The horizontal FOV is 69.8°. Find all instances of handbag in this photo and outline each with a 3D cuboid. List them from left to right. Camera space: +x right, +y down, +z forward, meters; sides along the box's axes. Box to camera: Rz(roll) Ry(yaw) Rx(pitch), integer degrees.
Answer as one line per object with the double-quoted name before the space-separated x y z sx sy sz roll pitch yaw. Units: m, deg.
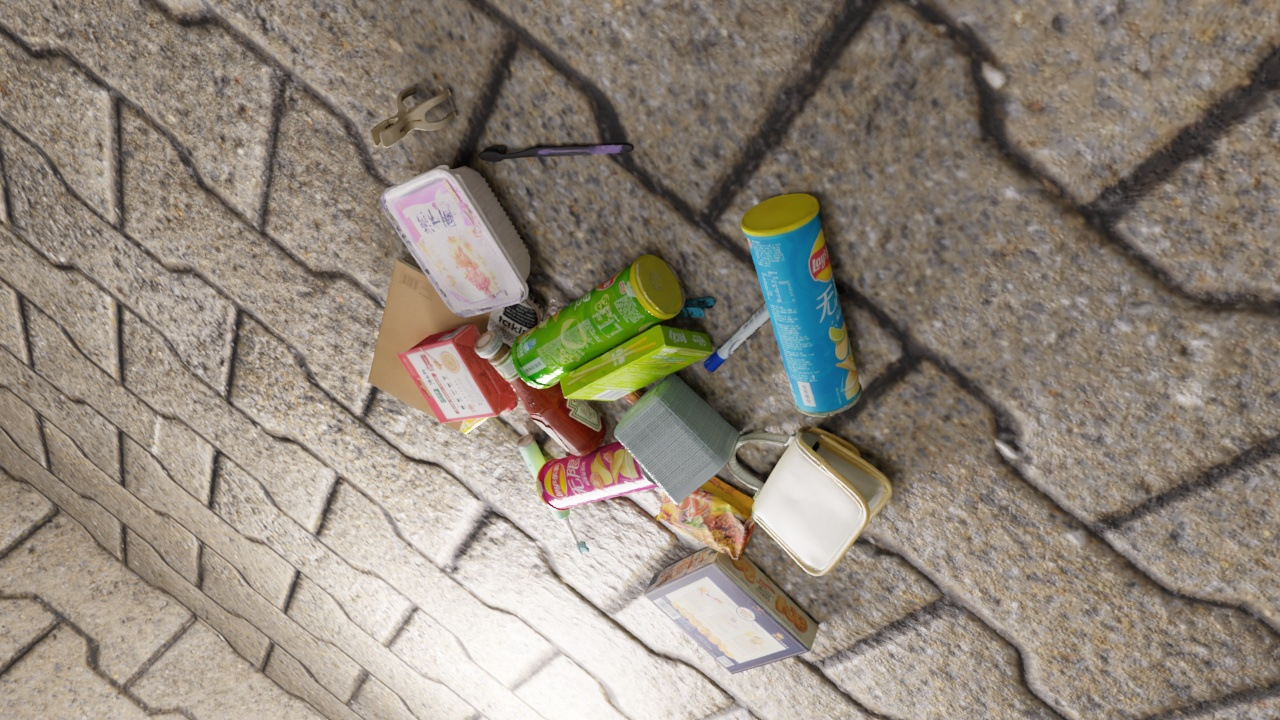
"handbag" 0.180 0.137 1.039 0.179 0.063 0.164 41 140 19

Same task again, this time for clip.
"clip" -0.228 -0.252 0.951 0.094 0.102 0.035 -2 127 5
"clip" 0.053 -0.056 0.977 0.057 0.049 0.015 -2 126 43

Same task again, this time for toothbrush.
"toothbrush" -0.089 -0.216 0.942 0.189 0.016 0.014 4 140 28
"toothbrush" -0.123 0.198 1.317 0.027 0.026 0.225 -13 120 16

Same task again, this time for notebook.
"notebook" -0.276 -0.016 1.204 0.149 0.012 0.212 28 125 5

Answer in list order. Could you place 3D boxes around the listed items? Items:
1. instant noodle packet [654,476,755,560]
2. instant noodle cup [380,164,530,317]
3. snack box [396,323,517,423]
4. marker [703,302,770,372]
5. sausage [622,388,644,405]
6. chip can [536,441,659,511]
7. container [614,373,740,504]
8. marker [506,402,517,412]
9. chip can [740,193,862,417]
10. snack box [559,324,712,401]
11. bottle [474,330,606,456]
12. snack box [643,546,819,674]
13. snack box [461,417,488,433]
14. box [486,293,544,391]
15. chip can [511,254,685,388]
"instant noodle packet" 0.082 0.189 1.155 0.128 0.044 0.111 26 133 14
"instant noodle cup" -0.199 -0.142 1.046 0.138 0.060 0.173 -10 118 40
"snack box" -0.232 0.019 1.161 0.127 0.044 0.113 -9 116 44
"marker" 0.110 -0.029 0.961 0.017 0.016 0.146 40 138 -2
"sausage" 0.002 0.051 1.103 0.165 0.021 0.022 43 138 -5
"chip can" -0.045 0.143 1.177 0.211 0.071 0.071 -22 112 45
"container" 0.039 0.085 1.047 0.111 0.090 0.090 45 116 -4
"marker" -0.219 0.012 1.226 0.145 0.017 0.017 48 137 -11
"chip can" 0.156 -0.049 0.872 0.071 0.071 0.210 2 128 34
"snack box" -0.006 0.006 1.011 0.157 0.085 0.026 -27 68 37
"bottle" -0.122 0.040 1.117 0.060 0.059 0.206 -11 135 40
"snack box" 0.121 0.344 1.261 0.178 0.045 0.183 44 138 -6
"snack box" -0.264 0.032 1.264 0.140 0.033 0.087 47 137 -8
"box" -0.161 -0.020 1.129 0.072 0.059 0.165 13 135 -4
"chip can" -0.054 -0.037 1.007 0.222 0.072 0.072 -28 107 38
